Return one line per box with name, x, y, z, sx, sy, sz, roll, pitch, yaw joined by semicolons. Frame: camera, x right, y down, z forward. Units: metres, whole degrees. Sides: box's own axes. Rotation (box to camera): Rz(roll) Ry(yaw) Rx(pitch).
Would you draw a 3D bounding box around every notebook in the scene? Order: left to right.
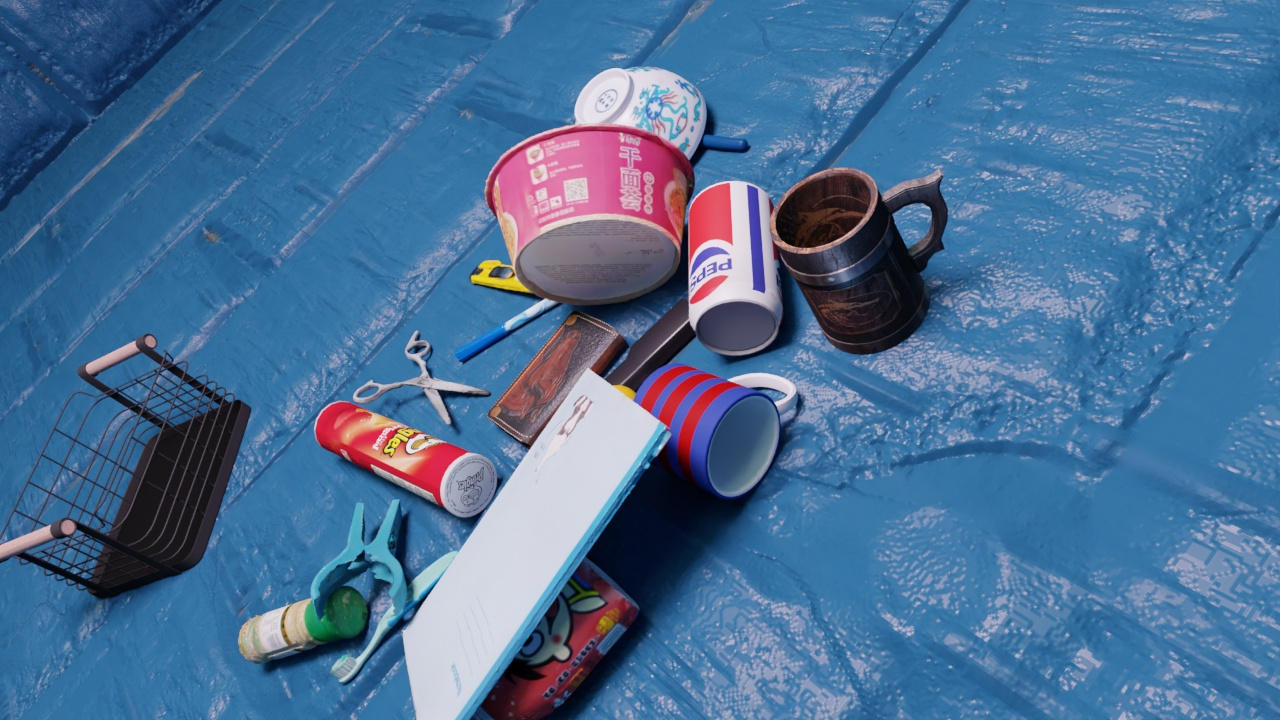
notebook;-0.083;0.127;0.631;0.253;0.009;0.181;-55;22;-2

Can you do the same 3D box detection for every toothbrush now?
toothbrush;-0.191;0.198;0.719;0.135;0.017;0.022;-47;35;-6
toothbrush;0.040;-0.219;0.902;0.168;0.014;0.014;21;75;44

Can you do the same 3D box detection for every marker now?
marker;-0.115;-0.037;0.864;0.142;0.013;0.013;-29;43;13

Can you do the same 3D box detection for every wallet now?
wallet;-0.072;0.016;0.783;0.123;0.019;0.072;-51;39;-11

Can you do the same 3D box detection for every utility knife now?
utility knife;-0.118;-0.081;0.896;0.165;0.017;0.030;14;69;45

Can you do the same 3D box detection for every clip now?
clip;-0.200;0.160;0.732;0.121;0.031;0.129;5;30;16

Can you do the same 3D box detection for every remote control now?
remote control;-0.004;0.004;0.746;0.136;0.015;0.032;-44;42;-3

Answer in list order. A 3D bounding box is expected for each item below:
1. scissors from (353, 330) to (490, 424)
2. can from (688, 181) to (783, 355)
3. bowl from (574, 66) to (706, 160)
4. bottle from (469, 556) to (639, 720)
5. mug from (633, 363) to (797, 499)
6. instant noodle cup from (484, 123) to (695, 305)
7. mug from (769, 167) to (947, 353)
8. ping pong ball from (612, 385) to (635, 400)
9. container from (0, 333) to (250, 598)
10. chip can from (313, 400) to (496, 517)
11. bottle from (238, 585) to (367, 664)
scissors;-0.202;0.013;0.877;0.142;0.014;0.161;-7;36;10
can;0.073;-0.074;0.715;0.070;0.070;0.131;-18;47;23
bowl;-0.016;-0.234;0.892;0.144;0.074;0.143;-19;55;30
bottle;-0.066;0.195;0.598;0.137;0.062;0.062;-48;43;-9
mug;0.057;0.039;0.641;0.111;0.075;0.076;-33;35;-31
instant noodle cup;-0.039;-0.110;0.766;0.179;0.178;0.077;-18;63;23
mug;0.159;-0.073;0.624;0.116;0.107;0.079;-20;46;22
ping pong ball;-0.018;0.039;0.708;0.040;0.040;0.040;-20;46;22
container;-0.537;0.114;0.956;0.163;0.130;0.240;-20;46;21
chip can;-0.213;0.082;0.806;0.215;0.052;0.051;14;65;42
bottle;-0.276;0.217;0.747;0.111;0.043;0.043;-22;45;22
